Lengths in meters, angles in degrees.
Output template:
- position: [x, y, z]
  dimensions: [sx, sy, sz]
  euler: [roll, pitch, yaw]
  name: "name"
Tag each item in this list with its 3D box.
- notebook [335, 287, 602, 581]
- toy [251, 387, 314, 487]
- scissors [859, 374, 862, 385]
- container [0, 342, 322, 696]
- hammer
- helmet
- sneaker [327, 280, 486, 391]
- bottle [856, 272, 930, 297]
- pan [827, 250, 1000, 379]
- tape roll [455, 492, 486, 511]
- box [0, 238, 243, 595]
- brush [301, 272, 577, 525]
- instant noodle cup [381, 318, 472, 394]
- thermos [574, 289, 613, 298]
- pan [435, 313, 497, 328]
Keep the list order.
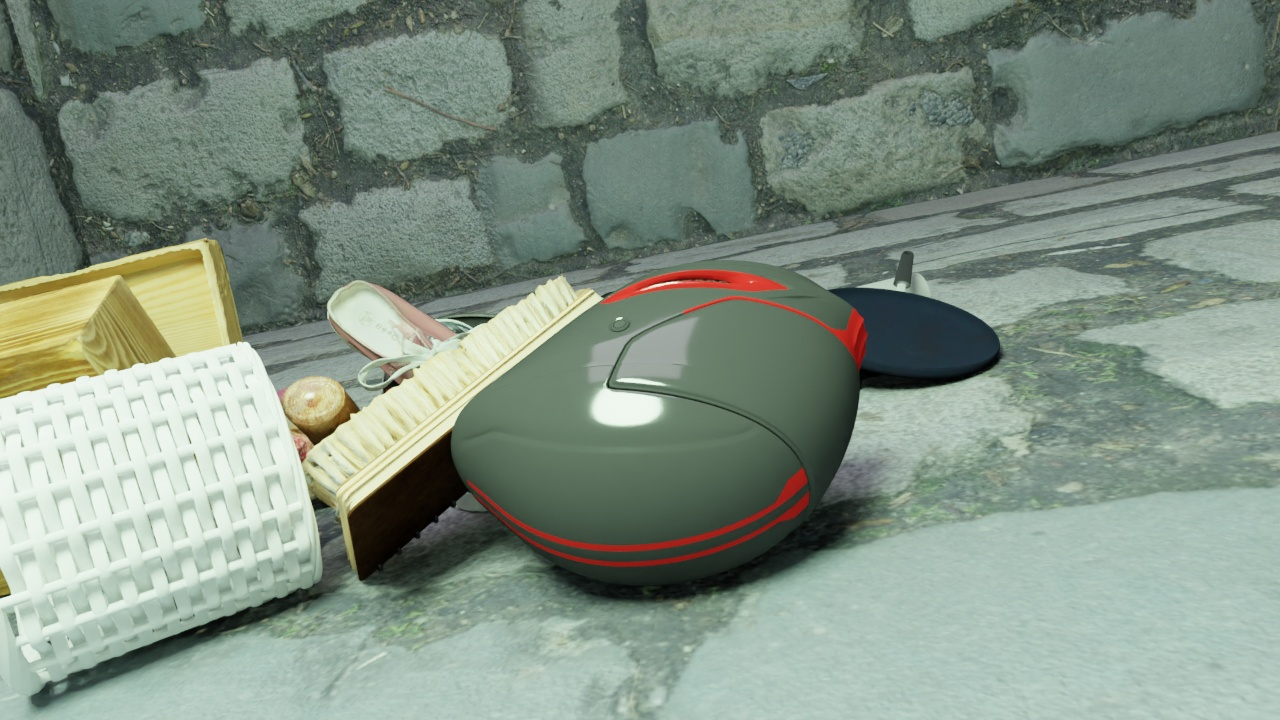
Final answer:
- position: [-0.117, 0.055, 0.650]
  dimensions: [0.224, 0.024, 0.168]
  euler: [-41, -12, -28]
  name: "notebook"
- position: [-0.370, 0.085, 1.000]
  dimensions: [0.159, 0.084, 0.193]
  euler: [20, 18, 11]
  name: "toy"
- position: [0.145, 0.008, 0.916]
  dimensions: [0.158, 0.013, 0.168]
  euler: [12, 35, 28]
  name: "scissors"
- position: [-0.339, 0.098, 0.623]
  dimensions: [0.186, 0.189, 0.190]
  euler: [-17, 12, -29]
  name: "container"
- position: [-0.251, 0.069, 0.753]
  dimensions: [0.157, 0.037, 0.301]
  euler: [-15, -14, -15]
  name: "hammer"
- position: [0.014, 0.049, 0.555]
  dimensions: [0.265, 0.164, 0.169]
  euler: [-9, 40, 9]
  name: "helmet"
- position: [-0.184, 0.006, 0.838]
  dimensions: [0.118, 0.241, 0.088]
  euler: [-53, 2, -17]
  name: "sneaker"
- position: [0.257, -0.061, 1.134]
  dimensions: [0.195, 0.052, 0.052]
  euler: [-14, 11, -9]
  name: "bottle"
- position: [0.274, -0.059, 0.976]
  dimensions: [0.199, 0.021, 0.355]
  euler: [11, 27, 15]
  name: "pan"
- position: [-0.114, 0.104, 0.793]
  dimensions: [0.094, 0.018, 0.093]
  euler: [-12, 11, 2]
  name: "tape roll"
- position: [-0.510, 0.045, 0.833]
  dimensions: [0.279, 0.270, 0.263]
  euler: [-14, 36, 2]
  name: "box"
- position: [-0.133, 0.024, 0.701]
  dimensions: [0.270, 0.056, 0.083]
  euler: [-40, -10, -34]
  name: "brush"
- position: [-0.188, 0.033, 0.954]
  dimensions: [0.137, 0.137, 0.112]
  euler: [-19, 22, -31]
  name: "instant noodle cup"
- position: [0.005, -0.030, 0.932]
  dimensions: [0.061, 0.061, 0.231]
  euler: [-1, -11, 43]
  name: "thermos"
- position: [-0.087, -0.018, 1.172]
  dimensions: [0.357, 0.055, 0.187]
  euler: [7, -13, -5]
  name: "pan"
